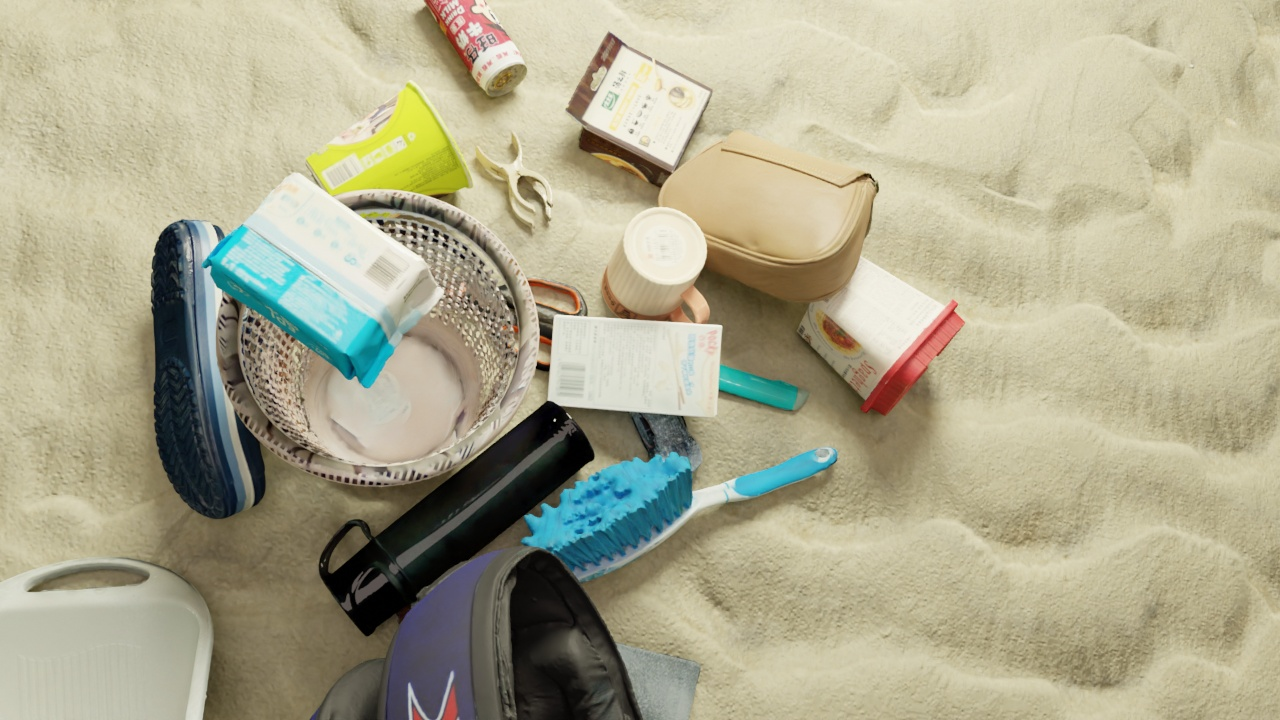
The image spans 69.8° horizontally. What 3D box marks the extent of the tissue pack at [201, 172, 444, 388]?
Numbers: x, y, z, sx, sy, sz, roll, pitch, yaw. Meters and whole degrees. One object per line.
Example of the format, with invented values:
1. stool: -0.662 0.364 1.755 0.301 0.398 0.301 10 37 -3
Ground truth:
1. tissue pack: -0.216 -0.055 0.629 0.140 0.063 0.089 35 68 -1

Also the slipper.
1. slipper: -0.353 0.006 0.775 0.095 0.105 0.252 -4 80 -43

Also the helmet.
1. helmet: -0.131 0.311 0.645 0.241 0.247 0.315 -21 79 17

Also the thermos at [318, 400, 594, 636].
1. thermos: -0.159 0.124 0.790 0.242 0.069 0.090 -37 77 -20

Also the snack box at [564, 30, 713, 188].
1. snack box: -0.003 -0.258 0.950 0.125 0.053 0.113 26 70 -3

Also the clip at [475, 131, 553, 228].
1. clip: -0.122 -0.180 0.911 0.074 0.035 0.100 -27 76 -18

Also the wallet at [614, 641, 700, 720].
1. wallet: -0.006 0.308 0.783 0.097 0.019 0.120 19 77 -15

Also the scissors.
1. scissors: -0.166 -0.049 0.866 0.235 0.022 0.139 0 74 -13

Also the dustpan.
1. dustpan: -0.416 0.244 0.633 0.222 0.258 0.142 -1 97 -13

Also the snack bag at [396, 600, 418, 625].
1. snack bag: -0.156 0.208 0.784 0.105 0.026 0.045 -13 44 -13

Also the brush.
1. brush: 0.046 0.120 0.834 0.314 0.109 0.060 -26 43 -13

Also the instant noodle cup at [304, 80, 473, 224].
1. instant noodle cup: -0.238 -0.180 0.853 0.123 0.112 0.111 -33 82 -11

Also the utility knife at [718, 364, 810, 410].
1. utility knife: 0.064 0.011 0.902 0.219 0.013 0.029 17 72 -9

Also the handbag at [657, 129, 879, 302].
1. handbag: 0.125 -0.139 0.896 0.205 0.100 0.147 28 71 30

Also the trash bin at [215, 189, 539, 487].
1. trash bin: -0.205 0.005 0.748 0.227 0.192 0.227 3 72 -11

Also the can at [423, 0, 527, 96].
1. can: -0.171 -0.338 0.938 0.053 0.053 0.132 -31 81 -19

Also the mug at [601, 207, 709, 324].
1. mug: 0.021 -0.076 0.870 0.081 0.106 0.114 -37 83 -20

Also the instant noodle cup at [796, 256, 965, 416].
1. instant noodle cup: 0.231 -0.029 0.904 0.124 0.116 0.116 42 69 14

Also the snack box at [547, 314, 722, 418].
1. snack box: -0.005 0.005 0.844 0.157 0.027 0.084 4 89 6

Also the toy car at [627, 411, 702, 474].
1. toy car: 0.021 0.061 0.868 0.049 0.031 0.105 -21 78 -18
